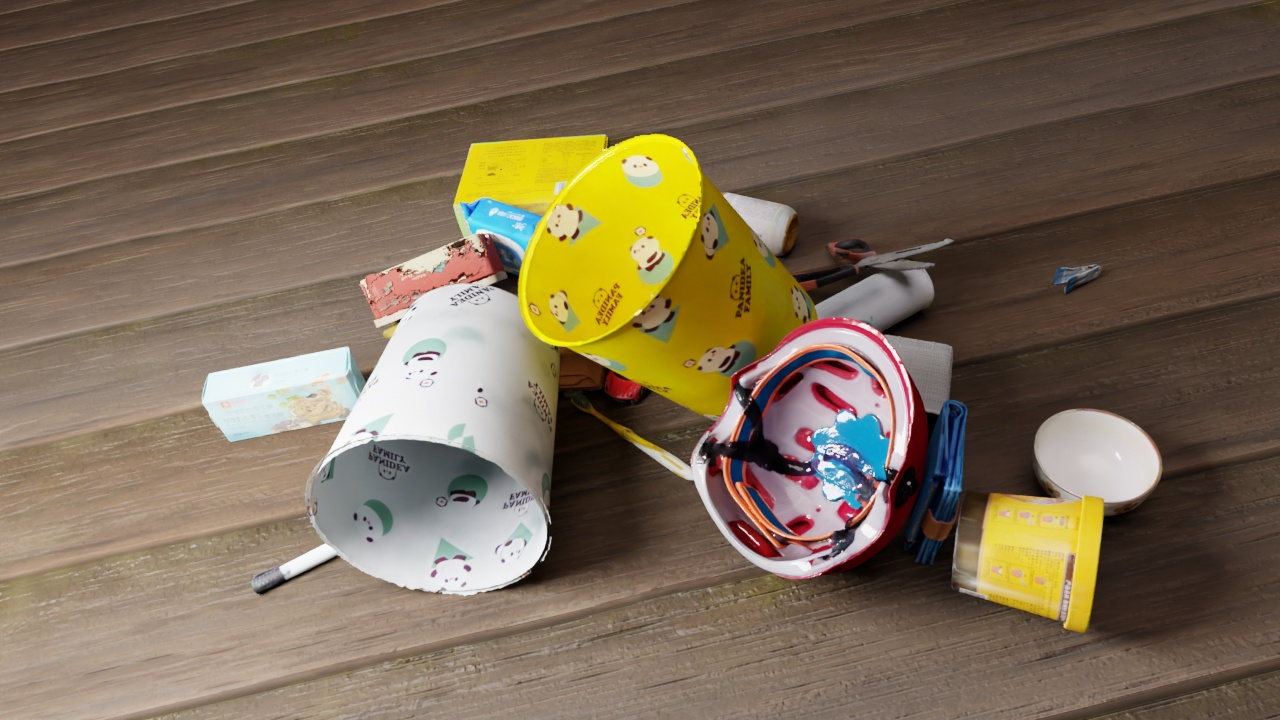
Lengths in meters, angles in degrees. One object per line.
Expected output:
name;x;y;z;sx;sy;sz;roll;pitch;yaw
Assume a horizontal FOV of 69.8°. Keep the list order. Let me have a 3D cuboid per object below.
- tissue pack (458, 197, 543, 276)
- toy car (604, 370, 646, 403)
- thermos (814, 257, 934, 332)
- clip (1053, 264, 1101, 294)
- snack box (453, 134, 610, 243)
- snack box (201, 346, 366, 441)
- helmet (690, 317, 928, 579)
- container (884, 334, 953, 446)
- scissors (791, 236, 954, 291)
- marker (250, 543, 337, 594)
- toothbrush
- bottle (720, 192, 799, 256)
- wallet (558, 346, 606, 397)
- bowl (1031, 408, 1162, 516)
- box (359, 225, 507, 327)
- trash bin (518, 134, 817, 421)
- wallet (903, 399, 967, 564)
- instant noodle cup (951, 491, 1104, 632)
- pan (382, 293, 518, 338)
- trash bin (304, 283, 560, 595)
tissue pack;-0.174;-0.159;1.225;0.157;0.095;0.052;22;58;27
toy car;-0.006;0.006;1.089;0.049;0.031;0.106;14;53;22
thermos;0.236;-0.043;1.071;0.224;0.073;0.073;-28;49;-16
clip;0.531;-0.103;1.110;0.058;0.027;0.045;-17;39;-7
snack box;-0.150;-0.249;1.322;0.210;0.070;0.157;-3;47;7
snack box;-0.419;0.041;1.091;0.175;0.074;0.051;-11;47;-1
helmet;0.181;0.088;0.875;0.207;0.143;0.240;37;99;40
container;0.282;0.040;0.974;0.090;0.090;0.114;11;47;18
scissors;0.265;-0.119;1.114;0.189;0.015;0.226;-25;20;0
marker;-0.344;0.206;0.964;0.130;0.018;0.022;-27;62;-15
toothbrush;-0.010;0.083;1.026;0.191;0.018;0.016;31;60;31
bottle;0.114;-0.190;1.226;0.190;0.068;0.067;17;52;23
wallet;-0.105;-0.001;1.113;0.132;0.031;0.107;-2;46;10
bowl;0.441;0.109;0.900;0.113;0.062;0.113;-5;46;5
box;-0.264;-0.110;1.161;0.168;0.080;0.091;-21;7;6
trash bin;0.043;-0.065;0.954;0.230;0.255;0.229;-24;50;32
wallet;0.282;0.117;0.869;0.040;0.133;0.106;11;49;13
instant noodle cup;0.346;0.173;0.825;0.115;0.118;0.118;7;48;25
pan;-0.153;-0.079;1.127;0.358;0.078;0.197;-26;8;13
trash bin;-0.189;0.068;0.939;0.230;0.230;0.251;-3;41;6
